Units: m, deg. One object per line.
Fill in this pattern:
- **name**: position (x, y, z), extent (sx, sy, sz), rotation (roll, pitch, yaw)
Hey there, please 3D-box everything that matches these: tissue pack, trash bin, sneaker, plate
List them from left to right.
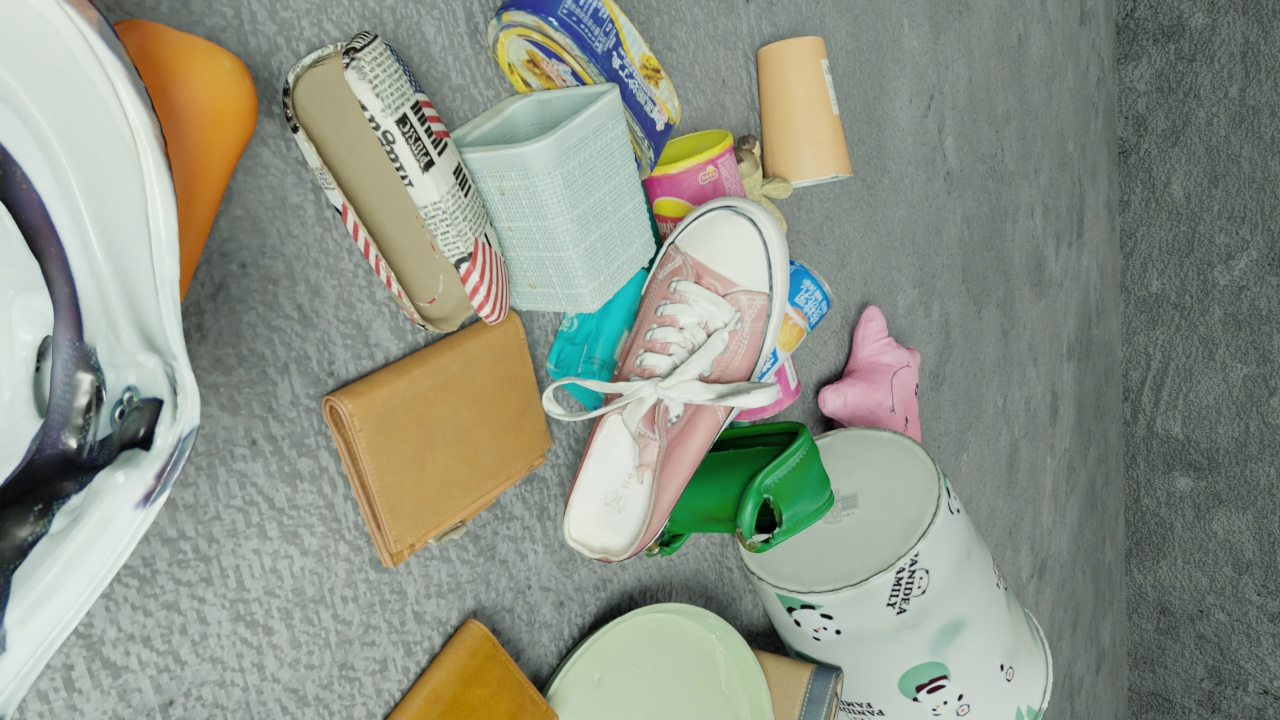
- **tissue pack**: position (-0.004, 0.004, 0.645), extent (0.133, 0.050, 0.093), rotation (50, 54, -42)
- **plate**: position (0.007, 0.288, 0.652), extent (0.229, 0.028, 0.230), rotation (4, 84, -38)
- **sneaker**: position (0.018, 0.013, 0.540), extent (0.241, 0.118, 0.088), rotation (-64, 172, 3)
- **trash bin**: position (0.217, 0.210, 0.824), extent (0.252, 0.230, 0.228), rotation (57, 49, -30)

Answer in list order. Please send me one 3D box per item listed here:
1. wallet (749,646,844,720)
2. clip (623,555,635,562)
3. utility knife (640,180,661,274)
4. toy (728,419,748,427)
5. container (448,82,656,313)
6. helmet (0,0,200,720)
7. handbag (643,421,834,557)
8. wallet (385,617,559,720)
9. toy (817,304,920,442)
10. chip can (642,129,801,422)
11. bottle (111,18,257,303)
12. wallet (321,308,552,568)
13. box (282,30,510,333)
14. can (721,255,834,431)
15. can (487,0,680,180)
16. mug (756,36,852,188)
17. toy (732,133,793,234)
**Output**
- **wallet**: position (0.100, 0.282, 0.746), extent (0.033, 0.115, 0.090), rotation (52, 52, -57)
- **clip**: position (-0.022, 0.126, 0.655), extent (0.058, 0.038, 0.026), rotation (57, 47, -40)
- **utility knife**: position (0.007, -0.103, 0.685), extent (0.029, 0.013, 0.158), rotation (-15, 104, -50)
- **toy**: position (0.095, 0.018, 0.798), extent (0.091, 0.030, 0.096), rotation (-15, 96, -57)
- **container**: position (-0.053, -0.093, 0.547), extent (0.089, 0.090, 0.111), rotation (-47, 131, -41)
- **helmet**: position (-0.253, -0.002, 0.234), extent (0.229, 0.146, 0.258), rotation (35, 56, -50)
- **handbag**: position (0.069, 0.102, 0.685), extent (0.119, 0.132, 0.068), rotation (-38, 110, -40)
- **wallet**: position (-0.103, 0.238, 0.528), extent (0.130, 0.035, 0.119), rotation (-50, 121, -38)
- **toy**: position (0.258, 0.043, 0.974), extent (0.178, 0.075, 0.194), rotation (58, 49, -26)
- **chip can**: position (0.061, -0.059, 0.685), extent (0.071, 0.072, 0.211), rotation (-45, 125, -42)
- **bottle**: position (-0.204, -0.057, 0.372), extent (0.066, 0.067, 0.149), rotation (18, 85, -52)
- **wallet**: position (-0.108, 0.042, 0.525), extent (0.131, 0.031, 0.108), rotation (-33, 118, -44)
- **box**: position (-0.108, -0.090, 0.476), extent (0.075, 0.082, 0.163), rotation (-53, 129, -40)
- **can**: position (0.070, -0.008, 0.625), extent (0.134, 0.053, 0.053), rotation (-46, 130, -16)
- **can**: position (-0.033, -0.178, 0.578), extent (0.148, 0.075, 0.049), rotation (45, 60, -43)
- **mug**: position (0.141, -0.217, 0.810), extent (0.078, 0.078, 0.123), rotation (-18, 102, -51)
- **toy**: position (0.089, -0.108, 0.762), extent (0.105, 0.066, 0.157), rotation (-48, 136, -26)
